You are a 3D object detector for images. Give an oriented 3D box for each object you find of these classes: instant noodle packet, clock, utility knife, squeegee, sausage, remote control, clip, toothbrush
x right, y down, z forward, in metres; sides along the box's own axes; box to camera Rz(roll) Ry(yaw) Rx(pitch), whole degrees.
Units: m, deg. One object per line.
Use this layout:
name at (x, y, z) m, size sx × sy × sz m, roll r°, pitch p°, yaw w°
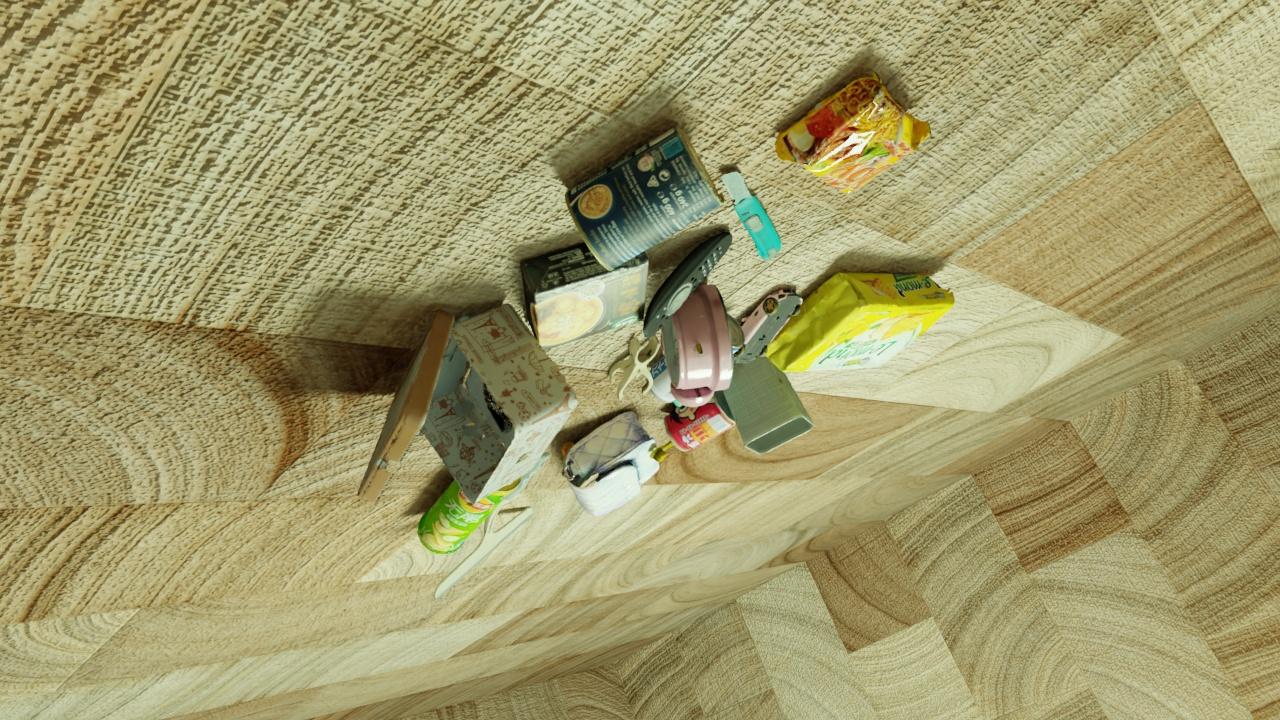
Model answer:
instant noodle packet at (0.194, -0.199, 0.829) m, size 0.111 × 0.044 × 0.128 m, roll -31°, pitch 157°, yaw 29°
clock at (0.058, -0.013, 1.020) m, size 0.060 × 0.117 × 0.159 m, roll -9°, pitch 153°, yaw -6°
utility knife at (0.113, -0.141, 0.917) m, size 0.029 × 0.013 × 0.207 m, roll -28°, pitch 157°, yaw 11°
squeegee at (-0.194, 0.205, 1.339) m, size 0.245 × 0.039 × 0.247 m, roll -38°, pitch 164°, yaw -53°
sausage at (-0.100, 0.151, 1.348) m, size 0.021 × 0.021 × 0.165 m, roll -20°, pitch 157°, yaw -8°
remote control at (0.043, -0.081, 0.930) m, size 0.136 × 0.024 × 0.053 m, roll -49°, pitch 165°, yaw -7°
clip at (-0.017, 0.010, 1.104) m, size 0.083 × 0.034 × 0.105 m, roll -20°, pitch 152°, yaw -10°
toothbrush at (0.055, 0.120, 1.349) m, size 0.016 × 0.016 × 0.189 m, roll -59°, pitch 166°, yaw 19°

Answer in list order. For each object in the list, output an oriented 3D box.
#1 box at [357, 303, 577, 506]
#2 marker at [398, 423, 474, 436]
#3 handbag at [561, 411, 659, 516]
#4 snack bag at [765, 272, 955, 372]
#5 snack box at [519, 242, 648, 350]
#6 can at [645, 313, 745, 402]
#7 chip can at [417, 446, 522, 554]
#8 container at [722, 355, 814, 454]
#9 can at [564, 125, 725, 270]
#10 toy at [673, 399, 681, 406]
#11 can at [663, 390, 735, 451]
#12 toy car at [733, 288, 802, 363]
box at (-0.192, 0.054, 0.886) m, size 0.177 × 0.153 × 0.183 m, roll -30°, pitch 165°, yaw -38°
marker at (-0.226, 0.080, 1.088) m, size 0.123 × 0.015 × 0.018 m, roll -4°, pitch 149°, yaw -32°
handbag at (-0.040, 0.156, 1.325) m, size 0.134 × 0.075 × 0.194 m, roll -33°, pitch 159°, yaw -8°
snack bag at (0.290, -0.053, 1.203) m, size 0.246 × 0.068 × 0.158 m, roll -2°, pitch 149°, yaw -40°
snack box at (-0.055, -0.064, 0.893) m, size 0.113 × 0.053 × 0.126 m, roll -18°, pitch 151°, yaw -12°
can at (0.065, -0.002, 1.124) m, size 0.053 × 0.053 × 0.135 m, roll 1°, pitch 148°, yaw -44°
chip can at (-0.237, 0.194, 1.252) m, size 0.072 × 0.072 × 0.222 m, roll -4°, pitch 151°, yaw -38°
container at (0.170, 0.055, 1.268) m, size 0.090 × 0.114 × 0.090 m, roll -29°, pitch 156°, yaw 14°
can at (0.004, -0.133, 0.754) m, size 0.111 × 0.075 × 0.075 m, roll -29°, pitch 156°, yaw 13°
toy at (0.076, 0.021, 1.220) m, size 0.092 × 0.030 × 0.096 m, roll -28°, pitch 150°, yaw -1°
can at (0.087, 0.083, 1.314) m, size 0.094 × 0.066 × 0.066 m, roll -34°, pitch 155°, yaw 24°
toy car at (0.150, -0.044, 1.139) m, size 0.056 × 0.037 × 0.123 m, roll -1°, pitch 136°, yaw -46°
